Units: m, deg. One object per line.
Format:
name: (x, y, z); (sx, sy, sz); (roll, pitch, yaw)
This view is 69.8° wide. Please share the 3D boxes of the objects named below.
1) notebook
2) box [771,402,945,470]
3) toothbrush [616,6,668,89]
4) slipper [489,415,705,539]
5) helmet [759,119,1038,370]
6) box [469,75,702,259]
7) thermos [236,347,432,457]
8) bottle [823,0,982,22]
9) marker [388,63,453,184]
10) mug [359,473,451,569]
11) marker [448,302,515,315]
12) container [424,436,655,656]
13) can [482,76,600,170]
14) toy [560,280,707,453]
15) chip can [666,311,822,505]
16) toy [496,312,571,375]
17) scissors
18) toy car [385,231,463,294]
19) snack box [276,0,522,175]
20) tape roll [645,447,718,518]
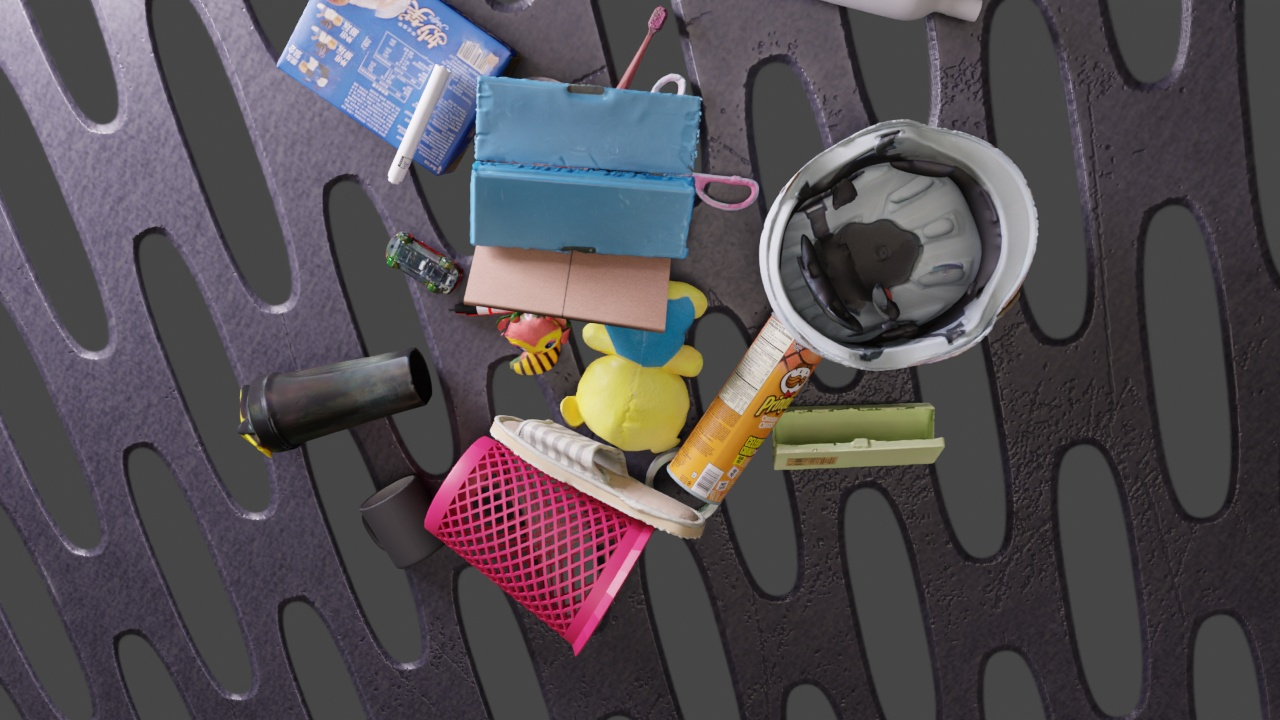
notebook: (-0.072, -0.103, 0.986); (0.209, 0.141, 0.008); (8, 148, -4)
box: (0.244, 0.094, 1.055); (0.188, 0.090, 0.077); (-4, 125, 4)
toothbrush: (-0.021, -0.291, 0.989); (0.016, 0.016, 0.190); (29, 106, -4)
slipper: (-0.046, 0.123, 1.042); (0.273, 0.114, 0.054); (27, 92, 14)
helmet: (0.250, -0.112, 0.938); (0.264, 0.163, 0.236); (-25, 93, 1)
box: (-0.057, -0.191, 0.940); (0.231, 0.047, 0.177); (2, 117, -6)
thermos: (-0.362, 0.046, 1.080); (0.221, 0.098, 0.098); (-13, 104, 4)
bottle: (0.244, -0.375, 0.922); (0.195, 0.052, 0.052); (15, 106, 1)
marker: (-0.229, -0.242, 0.952); (0.020, 0.017, 0.134); (15, 113, -38)
mug: (-0.299, 0.201, 1.131); (0.114, 0.078, 0.088); (-20, 104, 38)
marker: (-0.153, -0.065, 1.064); (0.146, 0.019, 0.019); (-4, 105, 7)
container: (-0.120, 0.200, 1.064); (0.226, 0.183, 0.183); (31, 106, 4)
can: (-0.105, -0.236, 0.989); (0.130, 0.044, 0.130); (3, 102, 13)
toy: (-0.006, 0.006, 1.038); (0.149, 0.083, 0.214); (14, 105, 6)
chip can: (0.119, 0.055, 1.032); (0.075, 0.075, 0.215); (33, 101, -4)
toy: (-0.120, -0.025, 1.050); (0.084, 0.046, 0.104); (-12, 140, -17)
scissors: (0.048, -0.220, 0.998); (0.170, 0.013, 0.172); (8, 101, 1)
toy car: (-0.248, -0.112, 1.051); (0.091, 0.036, 0.042); (29, 107, -4)
snack box: (-0.254, -0.319, 0.977); (0.202, 0.069, 0.155); (34, 107, -5)
tape roll: (0.052, 0.151, 1.106); (0.094, 0.018, 0.094); (1, 105, 5)
